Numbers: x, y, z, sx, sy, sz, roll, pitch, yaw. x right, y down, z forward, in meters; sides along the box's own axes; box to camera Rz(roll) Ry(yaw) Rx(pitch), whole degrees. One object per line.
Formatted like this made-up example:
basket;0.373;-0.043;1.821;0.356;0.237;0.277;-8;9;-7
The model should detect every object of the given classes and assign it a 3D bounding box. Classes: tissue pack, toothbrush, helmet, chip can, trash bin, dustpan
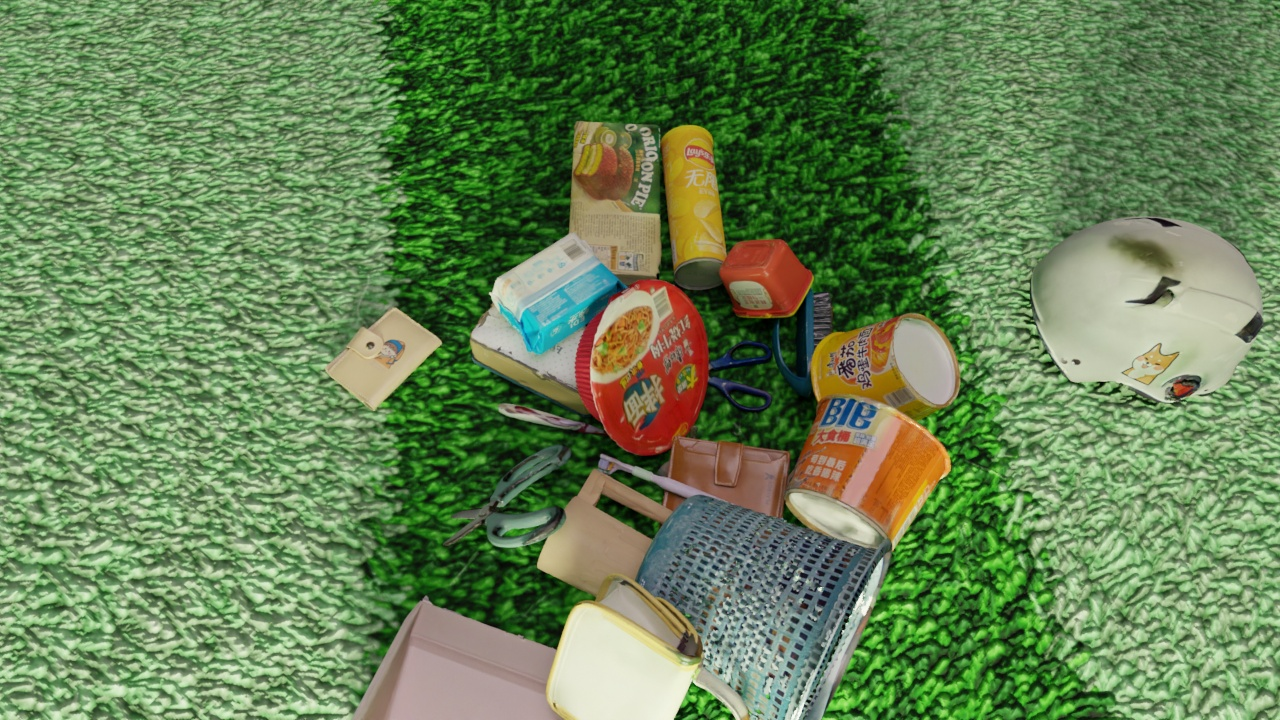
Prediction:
tissue pack;-0.092;-0.075;1.038;0.139;0.063;0.090;-35;70;-20
toothbrush;0.042;0.139;0.979;0.189;0.029;0.021;18;46;16
helmet;0.621;-0.081;1.095;0.274;0.157;0.229;9;62;2
toothbrush;-0.073;0.073;1.050;0.187;0.017;0.016;13;62;3
chip can;0.068;-0.197;1.172;0.072;0.072;0.213;-2;62;-4
trash bin;0.106;0.233;0.881;0.195;0.227;0.226;24;62;23
dustpan;-0.159;0.355;0.826;0.222;0.139;0.272;16;62;4

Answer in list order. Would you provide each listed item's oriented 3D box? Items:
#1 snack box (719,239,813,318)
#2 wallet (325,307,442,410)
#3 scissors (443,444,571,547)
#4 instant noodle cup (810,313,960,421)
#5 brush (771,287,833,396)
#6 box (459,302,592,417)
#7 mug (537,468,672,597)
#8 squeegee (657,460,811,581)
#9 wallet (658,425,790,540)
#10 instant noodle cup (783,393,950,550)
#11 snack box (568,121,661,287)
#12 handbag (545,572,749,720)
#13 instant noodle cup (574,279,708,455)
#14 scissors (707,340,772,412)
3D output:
snack box;0.146;-0.097;1.093;0.091;0.080;0.081;3;52;44
wallet;-0.304;-0.007;1.077;0.087;0.024;0.115;34;66;15
scissors;-0.122;0.149;0.952;0.170;0.019;0.180;-36;25;-22
instant noodle cup;0.276;0.015;1.019;0.138;0.110;0.137;15;63;-31
brush;0.194;-0.024;1.096;0.073;0.055;0.143;7;62;-2
box;-0.116;-0.011;1.072;0.184;0.059;0.089;27;63;13
mug;-0.033;0.187;0.958;0.103;0.084;0.124;27;58;9
squeegee;0.192;0.112;1.034;0.248;0.040;0.249;38;65;17
wallet;0.092;0.136;0.996;0.131;0.035;0.119;7;83;12
instant noodle cup;0.225;0.122;0.942;0.151;0.151;0.111;29;69;12
snack box;-0.033;-0.195;1.170;0.114;0.063;0.239;1;62;-3
handbag;0.012;0.292;0.829;0.179;0.164;0.063;29;36;16
instant noodle cup;-0.006;0.006;1.016;0.066;0.194;0.193;5;54;43
scissors;0.084;0.010;1.097;0.165;0.012;0.156;37;68;17
